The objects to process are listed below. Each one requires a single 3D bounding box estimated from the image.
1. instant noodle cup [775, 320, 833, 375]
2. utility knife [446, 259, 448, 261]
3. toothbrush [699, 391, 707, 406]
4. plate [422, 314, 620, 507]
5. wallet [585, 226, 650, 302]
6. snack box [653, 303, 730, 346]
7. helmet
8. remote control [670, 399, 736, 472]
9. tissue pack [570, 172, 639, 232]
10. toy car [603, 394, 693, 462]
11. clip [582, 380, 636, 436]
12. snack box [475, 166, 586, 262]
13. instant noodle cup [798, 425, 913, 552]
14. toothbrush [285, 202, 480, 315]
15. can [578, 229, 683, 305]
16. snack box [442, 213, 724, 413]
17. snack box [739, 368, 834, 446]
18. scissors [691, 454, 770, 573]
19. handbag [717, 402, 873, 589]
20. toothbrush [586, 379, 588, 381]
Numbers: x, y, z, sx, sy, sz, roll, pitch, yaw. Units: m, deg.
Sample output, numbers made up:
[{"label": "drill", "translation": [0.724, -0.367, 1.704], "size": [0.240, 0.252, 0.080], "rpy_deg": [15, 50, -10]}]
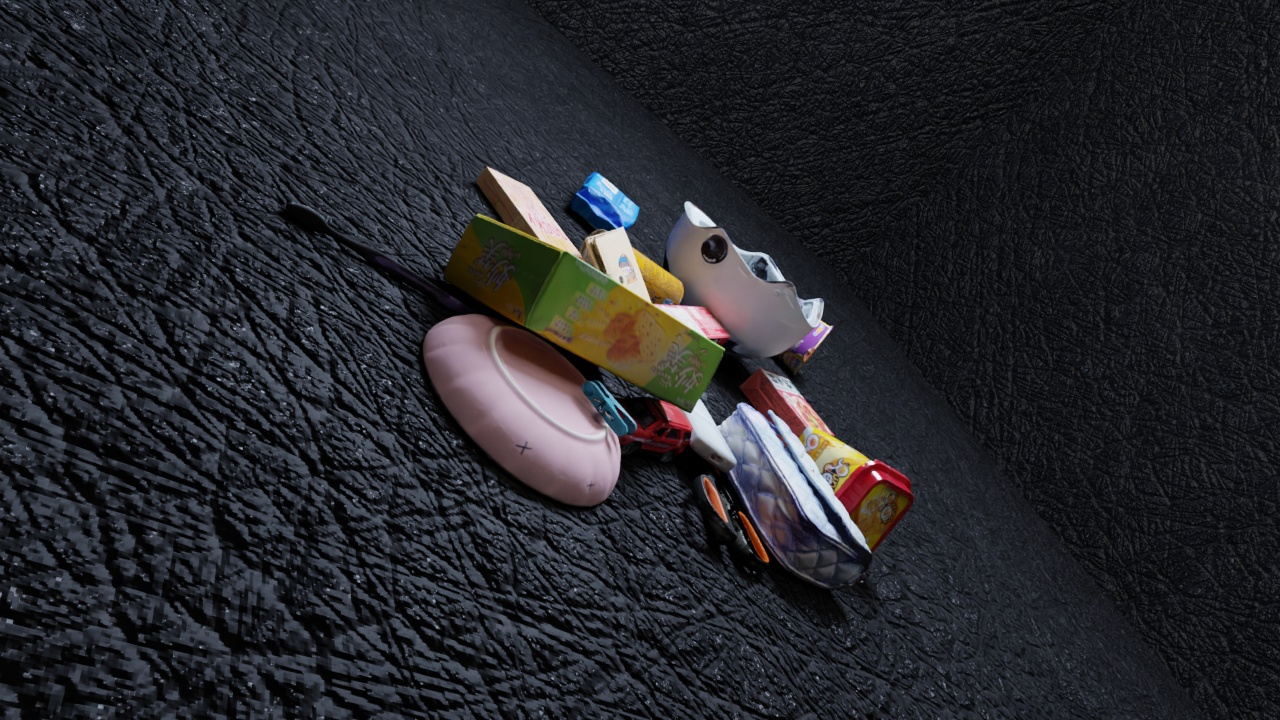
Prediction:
[{"label": "instant noodle cup", "translation": [0.266, -0.046, 1.604], "size": [0.099, 0.112, 0.111], "rpy_deg": [40, 16, 8]}, {"label": "utility knife", "translation": [-0.117, -0.068, 0.906], "size": [0.033, 0.015, 0.206], "rpy_deg": [31, 7, 34]}, {"label": "toothbrush", "translation": [-0.006, 0.006, 0.979], "size": [0.212, 0.026, 0.027], "rpy_deg": [30, 68, -38]}, {"label": "plate", "translation": [-0.082, 0.028, 0.721], "size": [0.192, 0.039, 0.192], "rpy_deg": [40, 17, -16]}, {"label": "wallet", "translation": [-0.024, -0.098, 1.092], "size": [0.087, 0.024, 0.115], "rpy_deg": [-30, 104, -55]}, {"label": "snack box", "translation": [0.048, -0.032, 1.135], "size": [0.058, 0.057, 0.207], "rpy_deg": [51, 18, 12]}, {"label": "helmet", "translation": [0.125, -0.097, 1.317], "size": [0.258, 0.146, 0.228], "rpy_deg": [41, 13, 16]}, {"label": "remote control", "translation": [0.058, 0.065, 0.943], "size": [0.056, 0.020, 0.136], "rpy_deg": [36, 13, -27]}, {"label": "tissue pack", "translation": [-0.054, -0.225, 1.359], "size": [0.095, 0.052, 0.157], "rpy_deg": [40, 17, -10]}, {"label": "toy car", "translation": [0.005, 0.059, 0.846], "size": [0.120, 0.045, 0.053], "rpy_deg": [14, 34, -56]}, {"label": "clip", "translation": [-0.026, 0.038, 0.735], "size": [0.056, 0.014, 0.040], "rpy_deg": [48, 17, 12]}, {"label": "snack box", "translation": [-0.125, -0.157, 1.077], "size": [0.157, 0.026, 0.084], "rpy_deg": [53, 19, 26]}, {"label": "instant noodle cup", "translation": [0.230, 0.147, 1.066], "size": [0.116, 0.116, 0.123], "rpy_deg": [29, 12, -42]}, {"label": "toothbrush", "translation": [-0.199, -0.075, 0.736], "size": [0.189, 0.014, 0.017], "rpy_deg": [33, 9, -35]}, {"label": "can", "translation": [-0.010, -0.110, 1.180], "size": [0.146, 0.058, 0.058], "rpy_deg": [30, 22, -39]}, {"label": "snack box", "translation": [-0.049, -0.040, 0.814], "size": [0.210, 0.070, 0.158], "rpy_deg": [30, -1, -41]}, {"label": "snack box", "translation": [0.211, 0.073, 1.289], "size": [0.113, 0.044, 0.127], "rpy_deg": [54, 19, 27]}, {"label": "scissors", "translation": [0.076, 0.128, 0.907], "size": [0.162, 0.022, 0.233], "rpy_deg": [51, 10, -3]}, {"label": "handbag", "translation": [0.155, 0.137, 0.956], "size": [0.134, 0.076, 0.193], "rpy_deg": [36, 19, -43]}, {"label": "toothbrush", "translation": [-0.011, 0.045, 0.892], "size": [0.181, 0.018, 0.015], "rpy_deg": [24, 23, -52]}]
